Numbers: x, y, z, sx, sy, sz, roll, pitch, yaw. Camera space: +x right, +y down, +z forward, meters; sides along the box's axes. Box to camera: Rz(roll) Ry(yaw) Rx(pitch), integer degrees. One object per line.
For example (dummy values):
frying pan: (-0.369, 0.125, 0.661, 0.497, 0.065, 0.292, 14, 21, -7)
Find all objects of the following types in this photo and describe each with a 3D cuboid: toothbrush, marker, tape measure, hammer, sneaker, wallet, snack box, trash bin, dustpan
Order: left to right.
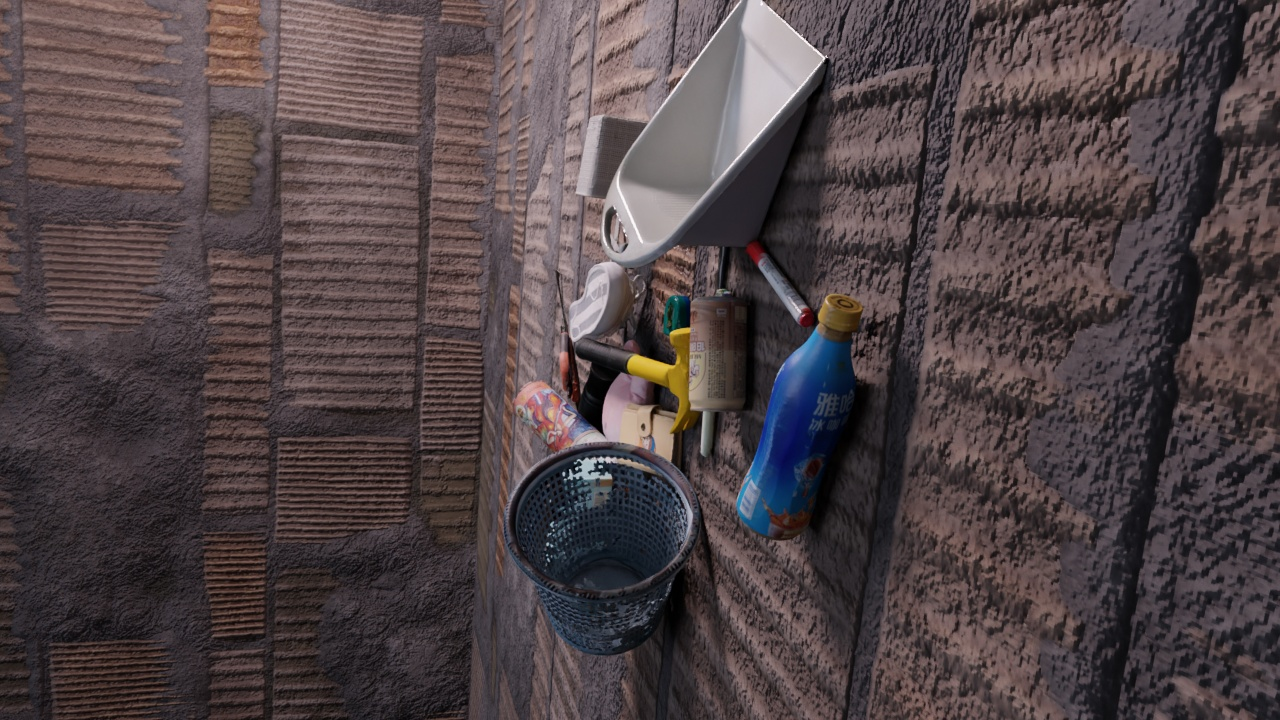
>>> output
snack box: (-0.086, 0.219, 1.255, 0.051, 0.074, 0.175, -115, 28, -60)
trash bin: (-0.044, 0.244, 1.114, 0.226, 0.226, 0.195, -106, 11, -45)
sneaker: (-0.036, -0.075, 1.288, 0.243, 0.090, 0.089, 141, 124, -72)
hammer: (-0.007, 0.007, 1.155, 0.301, 0.032, 0.129, 18, 119, 60)
wallet: (0.011, 0.098, 1.167, 0.115, 0.024, 0.087, 8, 92, 55)
tape measure: (0.044, -0.053, 1.123, 0.058, 0.025, 0.054, -157, 68, -72)
dustpan: (0.049, -0.218, 0.923, 0.222, 0.142, 0.258, -110, 26, -51)
toothbrush: (0.081, 0.017, 1.004, 0.029, 0.020, 0.190, -41, -42, -70)
toothbrush: (0.084, -0.074, 1.006, 0.016, 0.018, 0.181, -151, 65, -68)
marker: (0.129, -0.073, 0.853, 0.145, 0.017, 0.017, -112, 29, -54)

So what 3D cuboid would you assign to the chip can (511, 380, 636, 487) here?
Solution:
chip can: (-0.101, 0.114, 1.353, 0.215, 0.071, 0.071, 39, 132, 34)

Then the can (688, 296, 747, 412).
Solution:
can: (0.079, -0.006, 0.939, 0.058, 0.058, 0.116, 176, 96, -74)

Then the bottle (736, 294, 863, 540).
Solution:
bottle: (0.133, 0.047, 0.744, 0.065, 0.065, 0.219, -112, 29, -54)

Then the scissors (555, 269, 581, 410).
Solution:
scissors: (-0.112, -0.026, 1.402, 0.189, 0.015, 0.226, 81, -177, -51)

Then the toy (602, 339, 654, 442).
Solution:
toy: (-0.013, 0.056, 1.255, 0.121, 0.054, 0.160, -124, 42, -53)

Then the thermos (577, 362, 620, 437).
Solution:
thermos: (-0.065, 0.098, 1.432, 0.089, 0.068, 0.243, -56, -13, -52)

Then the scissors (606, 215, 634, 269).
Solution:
scissors: (-0.039, -0.170, 1.399, 0.159, 0.014, 0.180, -67, 27, 7)

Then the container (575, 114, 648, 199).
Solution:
container: (-0.035, -0.286, 1.305, 0.090, 0.090, 0.114, -141, 58, -69)

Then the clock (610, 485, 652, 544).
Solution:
clock: (-0.020, 0.215, 1.264, 0.122, 0.055, 0.082, 126, 141, -64)
